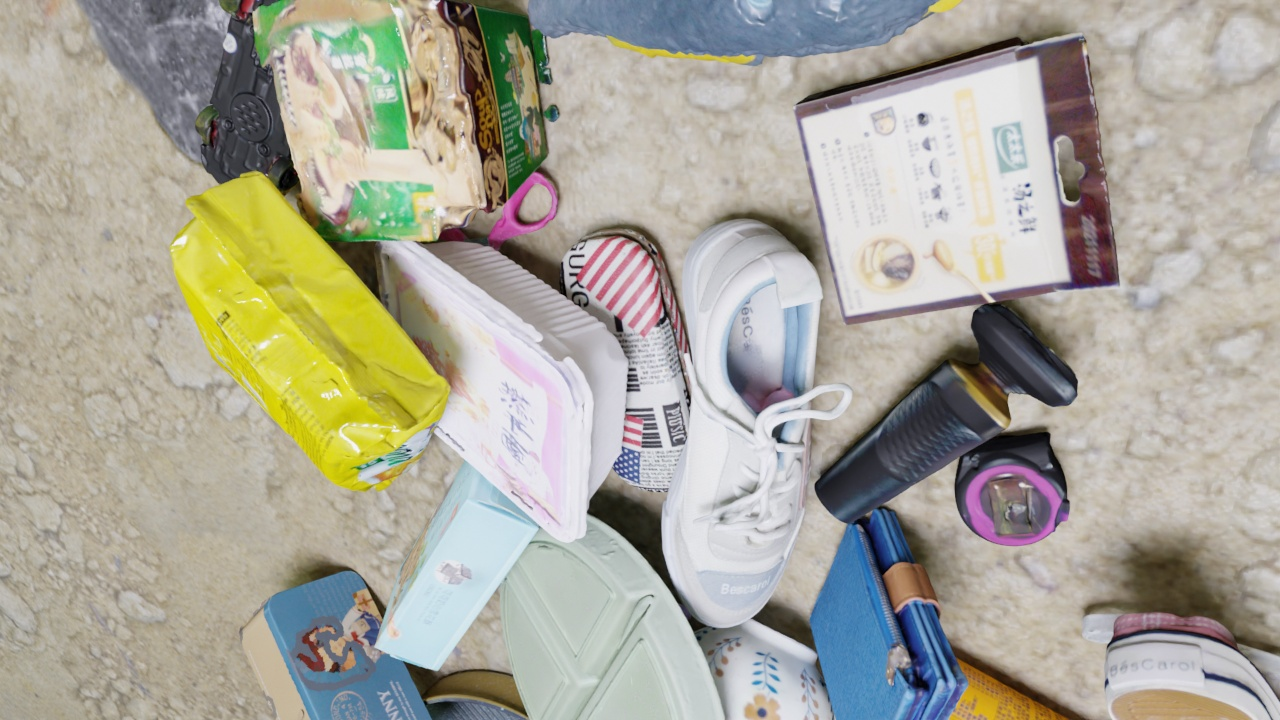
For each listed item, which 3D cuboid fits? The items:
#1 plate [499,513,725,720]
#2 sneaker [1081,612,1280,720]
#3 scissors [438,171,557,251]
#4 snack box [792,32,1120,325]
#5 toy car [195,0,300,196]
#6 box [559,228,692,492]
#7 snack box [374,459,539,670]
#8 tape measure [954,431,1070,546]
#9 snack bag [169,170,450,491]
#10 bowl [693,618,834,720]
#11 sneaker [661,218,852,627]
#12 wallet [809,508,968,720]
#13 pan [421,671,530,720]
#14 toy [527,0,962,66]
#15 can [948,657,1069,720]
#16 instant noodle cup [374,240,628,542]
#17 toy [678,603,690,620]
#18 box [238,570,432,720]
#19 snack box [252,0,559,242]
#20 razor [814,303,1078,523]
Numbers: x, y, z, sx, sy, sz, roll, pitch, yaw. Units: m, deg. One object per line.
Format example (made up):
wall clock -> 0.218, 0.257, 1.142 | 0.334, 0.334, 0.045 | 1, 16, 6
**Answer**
plate -> -0.029, 0.207, 0.591 | 0.230, 0.027, 0.230 | 26, 124, 47
sneaker -> 0.304, 0.187, 0.480 | 0.118, 0.087, 0.241 | -13, 130, 39
scissors -> -0.098, -0.073, 0.559 | 0.133, 0.017, 0.134 | 40, 125, -5
snack box -> 0.147, -0.082, 0.432 | 0.126, 0.053, 0.113 | -9, 110, 25
toy car -> -0.221, -0.163, 0.549 | 0.071, 0.041, 0.156 | 34, 120, 4
box -> -0.001, 0.000, 0.543 | 0.072, 0.060, 0.164 | 8, 119, 43
snack box -> -0.121, 0.129, 0.622 | 0.051, 0.074, 0.175 | 26, 123, -14
tape measure -> 0.198, 0.070, 0.491 | 0.057, 0.039, 0.058 | -10, 110, 26
snack bag -> -0.195, 0.004, 0.540 | 0.158, 0.068, 0.247 | 49, 157, 0
bowl -> 0.075, 0.200, 0.579 | 0.113, 0.113, 0.062 | 27, 79, 8
sneaker -> 0.064, 0.050, 0.491 | 0.089, 0.090, 0.242 | -6, 112, -17
wallet -> 0.132, 0.160, 0.510 | 0.040, 0.133, 0.107 | 10, 119, -9
pan -> -0.064, 0.406, 0.735 | 0.198, 0.078, 0.357 | -37, 96, 32
toy -> 0.097, -0.208, 0.380 | 0.357, 0.091, 0.137 | -30, 73, 29
can -> 0.207, 0.221, 0.548 | 0.146, 0.058, 0.058 | 28, 121, 8
instant noodle cup -> -0.074, 0.005, 0.527 | 0.173, 0.060, 0.138 | 33, 138, 28
toy -> -0.004, 0.208, 0.640 | 0.084, 0.038, 0.108 | 7, 119, 19
box -> -0.224, 0.257, 0.694 | 0.062, 0.089, 0.184 | -45, 72, 32
snack box -> -0.113, -0.133, 0.484 | 0.118, 0.105, 0.118 | 4, 114, 23
razor -> 0.152, 0.037, 0.489 | 0.062, 0.067, 0.168 | 46, 132, 8
